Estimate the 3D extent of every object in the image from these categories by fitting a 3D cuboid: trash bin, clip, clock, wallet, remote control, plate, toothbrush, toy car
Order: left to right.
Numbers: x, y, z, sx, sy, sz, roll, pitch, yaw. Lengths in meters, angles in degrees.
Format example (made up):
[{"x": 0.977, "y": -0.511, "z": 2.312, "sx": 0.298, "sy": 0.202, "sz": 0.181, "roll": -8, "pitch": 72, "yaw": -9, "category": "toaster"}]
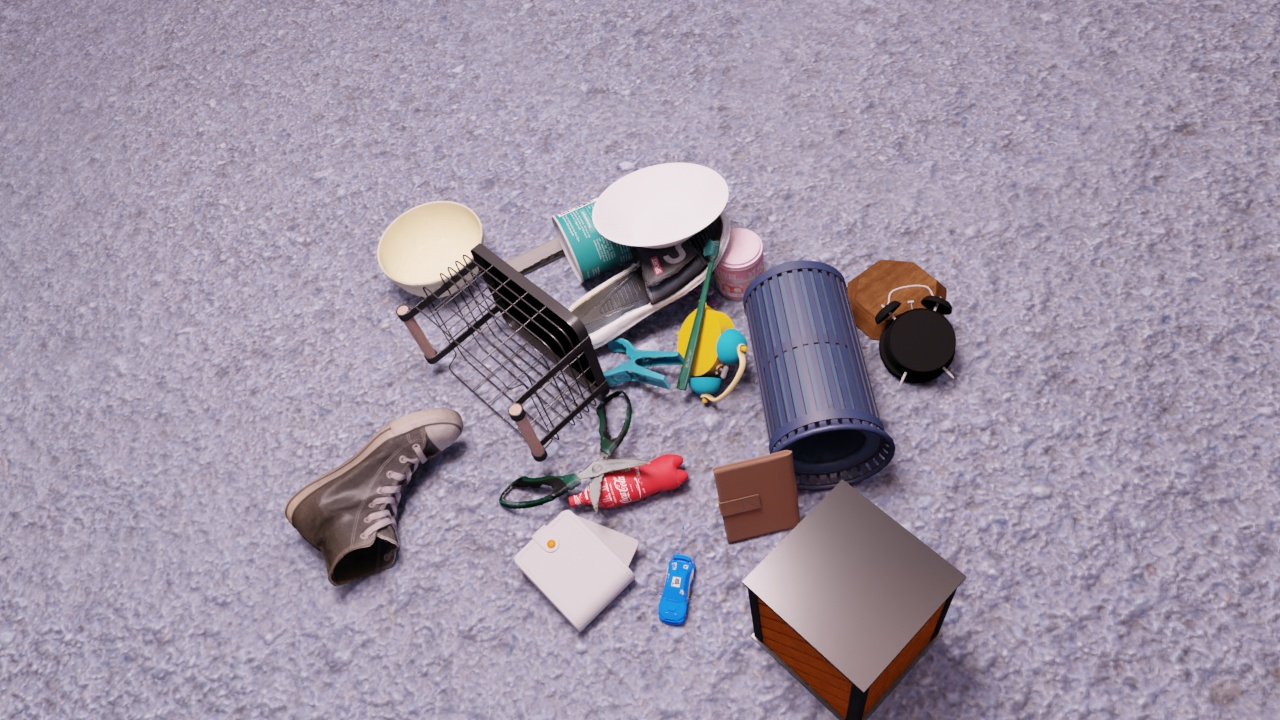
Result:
[{"x": -0.145, "y": -0.149, "z": 1.310, "sx": 0.136, "sy": 0.013, "sz": 0.033, "roll": -27, "pitch": 56, "yaw": -6, "category": "remote control"}, {"x": -0.066, "y": 0.224, "z": 1.038, "sx": 0.115, "sy": 0.037, "sz": 0.118, "roll": -42, "pitch": 63, "yaw": -17, "category": "wallet"}, {"x": -0.018, "y": 0.019, "z": 1.152, "sx": 0.120, "sy": 0.030, "sz": 0.130, "roll": -45, "pitch": 44, "yaw": -17, "category": "clip"}, {"x": 0.028, "y": -0.186, "z": 1.165, "sx": 0.174, "sy": 0.036, "sz": 0.173, "roll": -9, "pitch": 44, "yaw": 8, "category": "plate"}, {"x": 0.039, "y": 0.233, "z": 0.997, "sx": 0.033, "sy": 0.062, "sz": 0.091, "roll": 7, "pitch": 59, "yaw": 14, "category": "toy car"}, {"x": 0.069, "y": -0.057, "z": 1.126, "sx": 0.016, "sy": 0.017, "sz": 0.189, "roll": 11, "pitch": 88, "yaw": 60, "category": "toothbrush"}, {"x": 0.081, "y": -0.092, "z": 1.224, "sx": 0.050, "sy": 0.029, "sz": 0.013, "roll": 31, "pitch": 68, "yaw": 34, "category": "clip"}, {"x": 0.087, "y": -0.011, "z": 1.136, "sx": 0.043, "sy": 0.099, "sz": 0.129, "roll": 8, "pitch": 40, "yaw": -36, "category": "clock"}, {"x": 0.128, "y": 0.149, "z": 1.002, "sx": 0.087, "sy": 0.121, "sz": 0.013, "roll": -13, "pitch": 39, "yaw": 1, "category": "wallet"}, {"x": 0.198, "y": 0.009, "z": 1.071, "sx": 0.139, "sy": 0.139, "sz": 0.249, "roll": -8, "pitch": 55, "yaw": 5, "category": "trash bin"}, {"x": 0.203, "y": 0.243, "z": 0.894, "sx": 0.139, "sy": 0.172, "sz": 0.140, "roll": -41, "pitch": 60, "yaw": -17, "category": "trash bin"}, {"x": 0.325, "y": -0.083, "z": 1.172, "sx": 0.131, "sy": 0.025, "sz": 0.131, "roll": -5, "pitch": 57, "yaw": 7, "category": "plate"}, {"x": 0.332, "y": -0.033, "z": 1.105, "sx": 0.091, "sy": 0.042, "sz": 0.120, "roll": -7, "pitch": 77, "yaw": 6, "category": "clock"}]

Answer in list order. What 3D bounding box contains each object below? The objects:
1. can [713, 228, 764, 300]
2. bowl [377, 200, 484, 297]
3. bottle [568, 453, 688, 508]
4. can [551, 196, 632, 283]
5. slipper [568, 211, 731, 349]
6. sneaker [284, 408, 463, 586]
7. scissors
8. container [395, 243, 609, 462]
[{"x": 0.129, "y": -0.126, "z": 1.206, "sx": 0.067, "sy": 0.076, "sz": 0.067, "roll": -5, "pitch": 57, "yaw": 7, "category": "can"}, {"x": -0.286, "y": -0.144, "z": 1.295, "sx": 0.151, "sy": 0.075, "sz": 0.150, "roll": -5, "pitch": 56, "yaw": 7, "category": "bowl"}, {"x": -0.015, "y": 0.146, "z": 1.076, "sx": 0.141, "sy": 0.042, "sz": 0.042, "roll": -17, "pitch": 56, "yaw": -1, "category": "bottle"}, {"x": -0.036, "y": -0.180, "z": 1.257, "sx": 0.144, "sy": 0.099, "sz": 0.099, "roll": -25, "pitch": 56, "yaw": -6, "category": "can"}, {"x": 0.001, "y": -0.111, "z": 1.181, "sx": 0.264, "sy": 0.063, "sz": 0.111, "roll": -35, "pitch": 42, "yaw": 13, "category": "slipper"}, {"x": -0.295, "y": 0.157, "z": 1.092, "sx": 0.234, "sy": 0.095, "sz": 0.120, "roll": -34, "pitch": 60, "yaw": -15, "category": "sneaker"}, {"x": -0.070, "y": 0.110, "z": 1.105, "sx": 0.202, "sy": 0.015, "sz": 0.205, "roll": -11, "pitch": 37, "yaw": 26, "category": "scissors"}, {"x": -0.166, "y": -0.010, "z": 1.128, "sx": 0.130, "sy": 0.163, "sz": 0.241, "roll": -42, "pitch": 58, "yaw": -17, "category": "container"}]
